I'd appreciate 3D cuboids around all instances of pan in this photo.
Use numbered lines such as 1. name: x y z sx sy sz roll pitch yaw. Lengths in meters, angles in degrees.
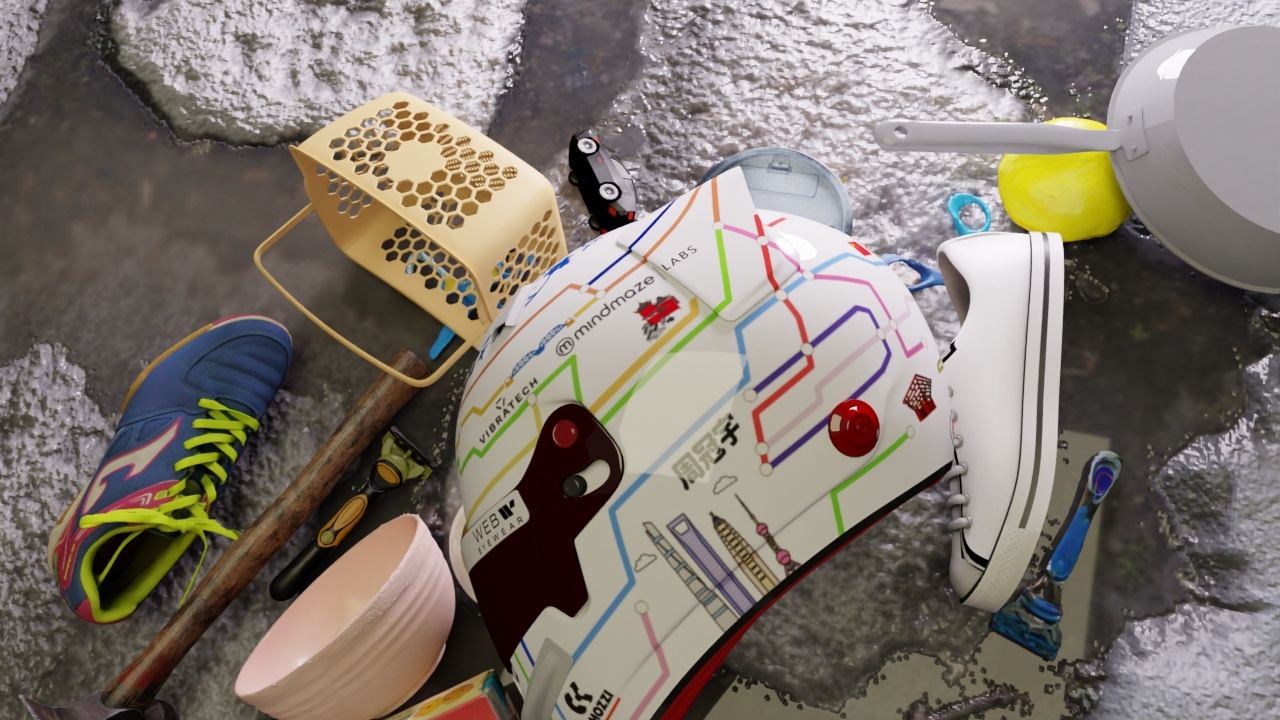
1. pan: 0.337 -0.147 0.608 0.356 0.051 0.200 4 74 -4

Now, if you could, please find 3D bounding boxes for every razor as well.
1. razor: 0.272 0.117 0.583 0.044 0.018 0.140 27 79 17
2. razor: -0.211 0.115 0.658 0.044 0.021 0.144 41 81 1

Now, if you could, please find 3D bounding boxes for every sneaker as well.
1. sneaker: 0.206 0.030 0.584 0.097 0.091 0.245 7 79 16
2. sneaker: -0.323 0.079 0.662 0.091 0.116 0.241 26 81 45

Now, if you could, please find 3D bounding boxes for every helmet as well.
1. helmet: 0.012 0.050 0.516 0.236 0.231 0.314 45 95 16

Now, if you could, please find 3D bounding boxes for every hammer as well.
1. hammer: -0.265 0.121 0.637 0.033 0.120 0.329 31 74 22

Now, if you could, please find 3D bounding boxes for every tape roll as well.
1. tape roll: -0.083 0.126 0.626 0.094 0.019 0.094 0 92 9

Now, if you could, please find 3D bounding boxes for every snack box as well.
1. snack box: -0.124 0.284 0.558 0.142 0.040 0.145 -25 96 2

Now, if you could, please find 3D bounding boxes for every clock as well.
1. clock: 0.087 -0.071 0.654 0.117 0.059 0.157 9 74 13

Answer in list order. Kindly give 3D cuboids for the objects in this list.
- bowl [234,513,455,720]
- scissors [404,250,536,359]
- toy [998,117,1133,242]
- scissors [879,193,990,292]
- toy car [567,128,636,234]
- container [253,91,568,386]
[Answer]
1. bowl: -0.175 0.178 0.590 0.153 0.153 0.076 -41 105 -5
2. scissors: -0.131 -0.056 0.711 0.130 0.014 0.125 26 77 21
3. toy: 0.301 -0.127 0.645 0.095 0.041 0.094 8 78 12
4. scissors: 0.227 -0.054 0.651 0.119 0.014 0.129 -18 75 1
5. toy car: -0.028 -0.137 0.706 0.036 0.042 0.091 -15 68 -22
6. container: -0.166 -0.082 0.653 0.183 0.129 0.166 34 69 20
